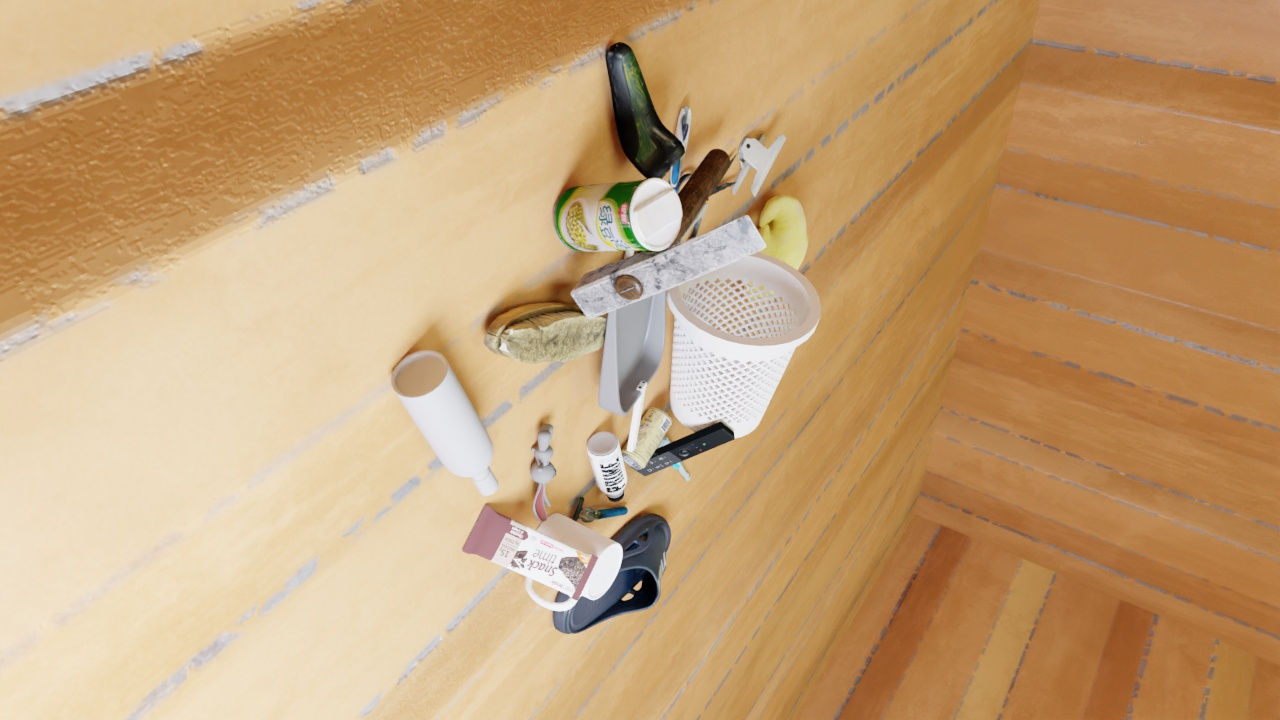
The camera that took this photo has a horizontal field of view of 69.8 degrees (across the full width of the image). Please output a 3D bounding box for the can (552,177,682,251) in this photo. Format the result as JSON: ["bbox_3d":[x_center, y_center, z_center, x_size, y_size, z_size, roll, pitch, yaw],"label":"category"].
[{"bbox_3d":[-0.023,-0.140,0.895,0.067,0.121,0.067,-6,99,-43],"label":"can"}]

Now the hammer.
[{"bbox_3d":[0.071,-0.168,0.988,0.037,0.218,0.299,55,40,-21],"label":"hammer"}]

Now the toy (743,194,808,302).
[{"bbox_3d":[0.205,-0.166,1.380,0.154,0.065,0.171,-14,121,-51],"label":"toy"}]

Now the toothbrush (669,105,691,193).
[{"bbox_3d":[0.039,-0.207,1.091,0.017,0.016,0.189,-89,-172,-66],"label":"toothbrush"}]

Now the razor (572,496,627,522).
[{"bbox_3d":[-0.050,0.204,1.227,0.143,0.022,0.042,16,96,-64],"label":"razor"}]

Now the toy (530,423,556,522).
[{"bbox_3d":[-0.111,0.126,1.045,0.049,0.030,0.112,-79,176,-67],"label":"toy"}]

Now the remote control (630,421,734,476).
[{"bbox_3d":[0.055,0.121,1.241,0.034,0.150,0.013,38,36,-42],"label":"remote control"}]

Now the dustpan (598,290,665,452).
[{"bbox_3d":[-0.007,0.006,1.111,0.162,0.033,0.258,-54,159,-52],"label":"dustpan"}]

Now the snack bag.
[{"bbox_3d":[-0.120,0.217,1.025,0.158,0.013,0.057,32,81,-27],"label":"snack bag"}]

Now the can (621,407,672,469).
[{"bbox_3d":[0.007,0.106,1.241,0.079,0.038,0.038,-56,151,-23],"label":"can"}]

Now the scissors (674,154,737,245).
[{"bbox_3d":[0.079,-0.208,1.171,0.165,0.012,0.157,22,92,-63],"label":"scissors"}]

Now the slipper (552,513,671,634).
[{"bbox_3d":[-0.016,0.306,1.301,0.267,0.083,0.111,-27,130,-51],"label":"slipper"}]

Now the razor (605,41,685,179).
[{"bbox_3d":[0.004,-0.255,0.944,0.053,0.067,0.151,-56,143,-31],"label":"razor"}]

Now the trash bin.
[{"bbox_3d":[0.119,-0.011,1.222,0.194,0.195,0.200,-43,153,-41],"label":"trash bin"}]

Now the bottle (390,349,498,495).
[{"bbox_3d":[-0.173,0.070,0.865,0.052,0.052,0.195,-54,150,-26],"label":"bottle"}]

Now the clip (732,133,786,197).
[{"bbox_3d":[0.157,-0.274,1.247,0.102,0.058,0.052,-62,177,-15],"label":"clip"}]

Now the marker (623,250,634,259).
[{"bbox_3d":[-0.018,-0.102,1.072,0.011,0.011,0.152,-19,126,-56],"label":"marker"}]

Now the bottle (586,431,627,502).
[{"bbox_3d":[-0.040,0.141,1.177,0.041,0.041,0.116,-51,148,-31],"label":"bottle"}]

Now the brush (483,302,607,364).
[{"bbox_3d":[-0.092,-0.028,0.953,0.195,0.043,0.059,-10,118,-61],"label":"brush"}]

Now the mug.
[{"bbox_3d":[-0.089,0.250,1.109,0.110,0.090,0.074,-51,148,-31],"label":"mug"}]

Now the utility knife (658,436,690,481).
[{"bbox_3d":[0.055,0.152,1.394,0.022,0.015,0.179,-62,155,-14],"label":"utility knife"}]
